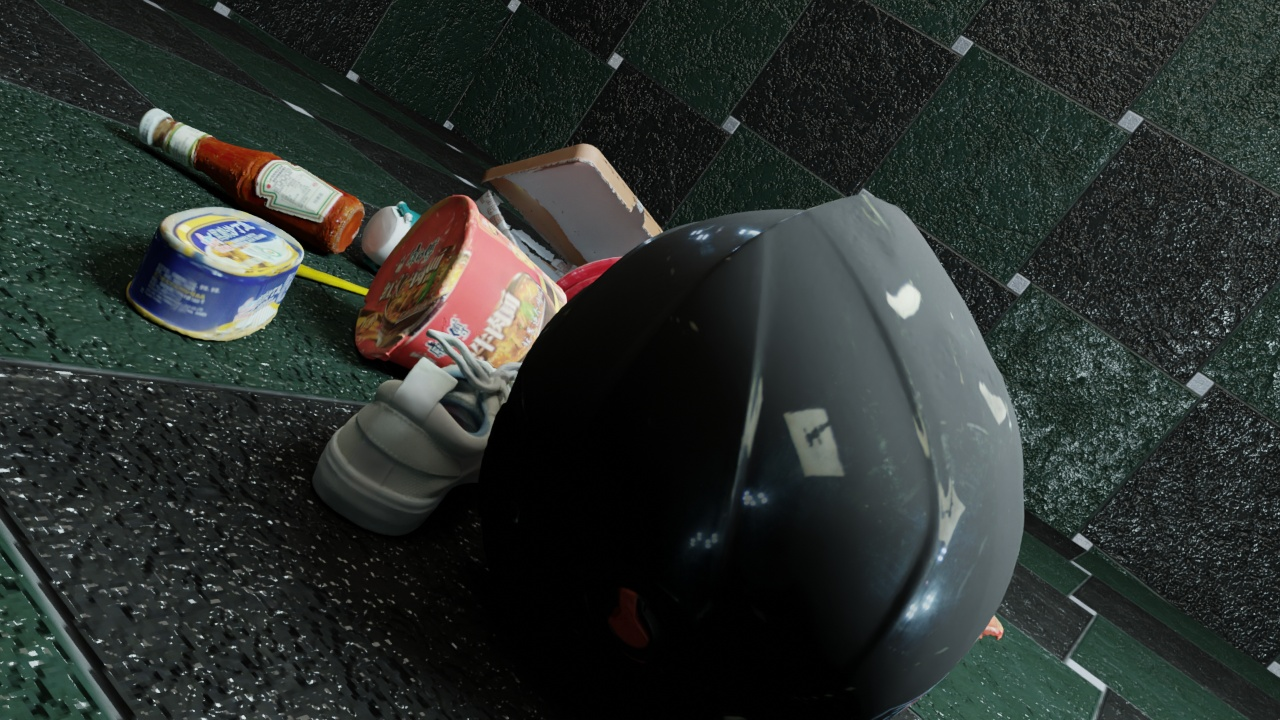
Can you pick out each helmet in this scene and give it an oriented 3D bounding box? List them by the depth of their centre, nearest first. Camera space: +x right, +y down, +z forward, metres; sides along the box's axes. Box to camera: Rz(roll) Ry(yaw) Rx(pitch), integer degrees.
[{"bbox_3d":[0.068,0.056,0.446,0.232,0.231,0.274,-11,71,-40],"label":"helmet"}]

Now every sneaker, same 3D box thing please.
[{"bbox_3d":[-0.102,0.026,0.549,0.089,0.091,0.242,34,9,6],"label":"sneaker"}]

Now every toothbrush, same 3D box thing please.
[{"bbox_3d":[-0.270,-0.075,0.756,0.016,0.017,0.190,38,12,36],"label":"toothbrush"}]

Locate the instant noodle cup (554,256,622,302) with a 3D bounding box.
[{"bbox_3d":[-0.005,0.005,0.793,0.193,0.194,0.065,29,39,-16],"label":"instant noodle cup"}]

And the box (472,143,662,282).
[{"bbox_3d":[-0.065,-0.101,0.877,0.182,0.181,0.153,39,16,-46],"label":"box"}]

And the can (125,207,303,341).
[{"bbox_3d":[-0.266,-0.058,0.586,0.074,0.049,0.148,29,10,-10],"label":"can"}]

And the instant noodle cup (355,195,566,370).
[{"bbox_3d":[-0.130,-0.039,0.693,0.108,0.138,0.138,35,7,-33],"label":"instant noodle cup"}]

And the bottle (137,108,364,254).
[{"bbox_3d":[-0.356,-0.166,0.837,0.206,0.060,0.059,27,10,-3],"label":"bottle"}]

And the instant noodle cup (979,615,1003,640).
[{"bbox_3d":[0.187,0.165,0.749,0.164,0.079,0.188,26,16,-28],"label":"instant noodle cup"}]

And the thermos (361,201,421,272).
[{"bbox_3d":[-0.182,-0.090,0.950,0.224,0.073,0.073,24,12,-46],"label":"thermos"}]
